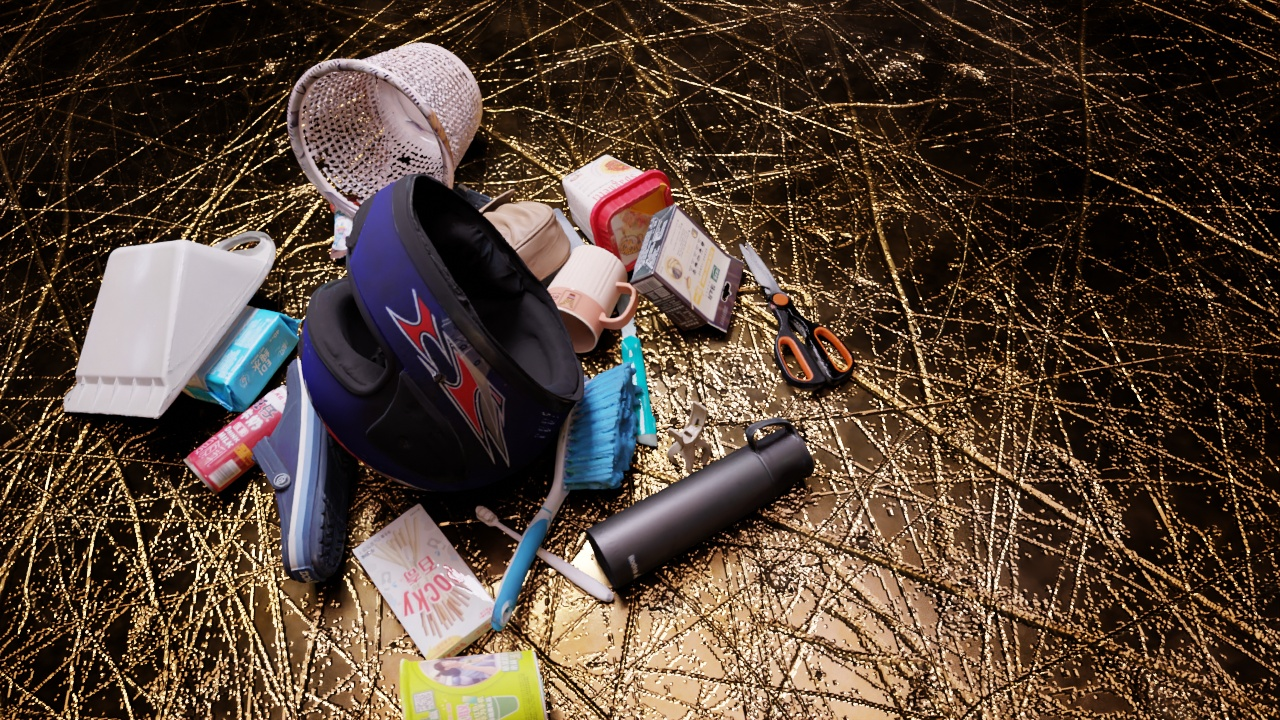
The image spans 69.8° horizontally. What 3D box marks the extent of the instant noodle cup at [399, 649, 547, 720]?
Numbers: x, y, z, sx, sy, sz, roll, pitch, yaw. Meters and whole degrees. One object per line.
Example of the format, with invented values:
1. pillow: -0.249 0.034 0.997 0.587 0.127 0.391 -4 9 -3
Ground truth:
1. instant noodle cup: -0.149 0.317 0.837 0.123 0.112 0.111 -9 56 -11

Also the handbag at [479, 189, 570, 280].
1. handbag: -0.193 -0.125 1.112 0.204 0.100 0.148 -37 38 -9

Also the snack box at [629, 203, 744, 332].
1. snack box: 0.058 -0.106 1.108 0.053 0.125 0.113 -17 44 43

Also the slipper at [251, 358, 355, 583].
1. slipper: -0.363 0.116 0.984 0.095 0.105 0.252 -6 62 -4

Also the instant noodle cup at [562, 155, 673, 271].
1. instant noodle cup: -0.031 -0.193 1.167 0.116 0.117 0.124 -33 49 -17

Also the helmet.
1. helmet: -0.223 -0.007 0.937 0.241 0.315 0.246 -29 31 15

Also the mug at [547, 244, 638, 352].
1. mug: -0.057 -0.073 1.095 0.115 0.082 0.105 8 54 26

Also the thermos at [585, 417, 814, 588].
1. thermos: 0.060 0.138 0.948 0.242 0.090 0.068 -28 28 -14

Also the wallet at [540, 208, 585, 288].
1. wallet: -0.122 -0.142 1.191 0.097 0.019 0.120 -25 57 -14

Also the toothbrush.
1. toothbrush: -0.102 0.201 0.959 0.180 0.016 0.016 28 65 21

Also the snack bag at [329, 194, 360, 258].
1. snack bag: -0.394 -0.178 1.228 0.045 0.026 0.105 -9 58 -7

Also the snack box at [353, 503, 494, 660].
1. snack box: -0.219 0.229 0.943 0.084 0.027 0.157 -36 60 -18

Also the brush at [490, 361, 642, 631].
1. brush: -0.073 0.135 0.967 0.110 0.060 0.313 -7 48 20

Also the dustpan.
1. dustpan: -0.552 -0.052 1.115 0.223 0.142 0.257 0 80 34

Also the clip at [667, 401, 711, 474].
1. clip: 0.051 0.087 0.974 0.035 0.101 0.074 35 64 22

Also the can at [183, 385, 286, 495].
1. can: -0.442 0.088 1.037 0.053 0.053 0.132 36 66 24

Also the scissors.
1. scissors: 0.186 -0.061 1.109 0.139 0.022 0.234 3 54 -6

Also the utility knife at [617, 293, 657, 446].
1. utility knife: -0.006 0.006 1.084 0.029 0.013 0.219 -9 59 1

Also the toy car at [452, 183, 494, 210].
1. toy car: -0.224 -0.201 1.227 0.106 0.031 0.048 25 59 20

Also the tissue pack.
1. tissue pack: -0.480 -0.007 1.097 0.090 0.063 0.139 14 57 18

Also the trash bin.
1. trash bin: -0.313 -0.316 1.211 0.227 0.228 0.191 12 40 11
